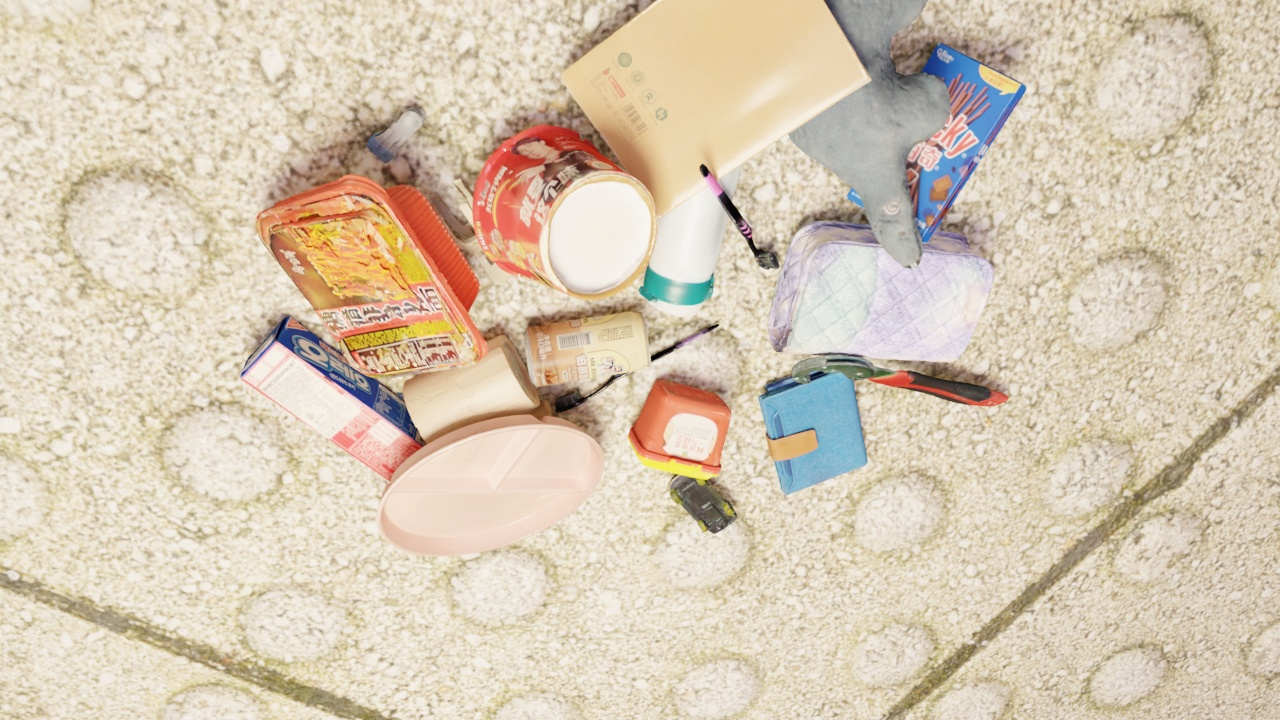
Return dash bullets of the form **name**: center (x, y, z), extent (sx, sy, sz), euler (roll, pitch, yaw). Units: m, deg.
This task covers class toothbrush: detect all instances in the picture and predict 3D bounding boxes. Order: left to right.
- **toothbrush**: center (-0.005, 0.005, 0.926), extent (0.189, 0.014, 0.017), euler (-28, 106, 6)
- **toothbrush**: center (0.091, -0.123, 0.818), extent (0.189, 0.018, 0.014), euler (40, 64, -57)

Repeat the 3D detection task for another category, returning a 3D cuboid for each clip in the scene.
- **clip**: center (-0.207, -0.193, 0.784), extent (0.057, 0.031, 0.025), euler (-35, 116, 15)
- **clip**: center (-0.154, -0.121, 0.830), extent (0.035, 0.092, 0.103), euler (-30, 154, 6)

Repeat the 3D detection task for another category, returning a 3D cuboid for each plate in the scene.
- **plate**: center (-0.147, 0.125, 0.909), extent (0.229, 0.028, 0.230), euler (-17, 146, -12)

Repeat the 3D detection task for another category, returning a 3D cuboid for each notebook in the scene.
- **notebook**: center (0.057, -0.228, 0.740), extent (0.208, 0.008, 0.148), euler (-31, 105, 23)

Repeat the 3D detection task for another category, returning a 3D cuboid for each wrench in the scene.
- **wrench**: center (0.277, 0.024, 0.948), extent (0.273, 0.016, 0.056), euler (9, 154, -25)

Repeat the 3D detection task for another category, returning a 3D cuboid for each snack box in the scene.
- **snack box**: center (-0.276, 0.046, 0.880), extent (0.058, 0.057, 0.207), euler (-41, 117, 15)
- **snack box**: center (0.043, 0.069, 0.932), extent (0.091, 0.082, 0.080), euler (15, 105, -17)
- **snack box**: center (0.263, -0.194, 0.825), extent (0.026, 0.084, 0.157), euler (-6, 130, -56)

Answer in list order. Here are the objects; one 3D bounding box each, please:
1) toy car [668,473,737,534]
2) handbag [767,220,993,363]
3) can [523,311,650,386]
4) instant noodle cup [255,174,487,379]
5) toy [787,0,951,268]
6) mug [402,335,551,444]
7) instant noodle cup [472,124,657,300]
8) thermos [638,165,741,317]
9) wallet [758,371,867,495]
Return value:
- **toy car**: center (0.066, 0.151, 1.003), extent (0.042, 0.035, 0.090), euler (-38, 117, 10)
- **handbag**: center (0.232, -0.063, 0.893), extent (0.194, 0.075, 0.134), euler (5, 121, -10)
- **can**: center (-0.051, -0.012, 0.883), extent (0.116, 0.058, 0.059), euler (-9, 119, -5)
- **instant noodle cup**: center (-0.220, -0.076, 0.785), extent (0.165, 0.078, 0.189), euler (-7, 127, 34)
- **toy**: center (0.181, -0.245, 0.768), extent (0.138, 0.091, 0.356), euler (-9, 106, 2)
- **mug**: center (-0.153, 0.043, 0.892), extent (0.103, 0.084, 0.125), euler (-27, 143, 4)
- **instant noodle cup**: center (-0.059, -0.120, 0.771), extent (0.137, 0.108, 0.138), euler (-15, 120, -28)
- **thermos**: center (0.053, -0.147, 0.824), extent (0.073, 0.073, 0.225), euler (6, 117, -12)
- **wallet**: center (0.185, 0.073, 0.981), extent (0.106, 0.040, 0.133), euler (-19, 118, -4)
